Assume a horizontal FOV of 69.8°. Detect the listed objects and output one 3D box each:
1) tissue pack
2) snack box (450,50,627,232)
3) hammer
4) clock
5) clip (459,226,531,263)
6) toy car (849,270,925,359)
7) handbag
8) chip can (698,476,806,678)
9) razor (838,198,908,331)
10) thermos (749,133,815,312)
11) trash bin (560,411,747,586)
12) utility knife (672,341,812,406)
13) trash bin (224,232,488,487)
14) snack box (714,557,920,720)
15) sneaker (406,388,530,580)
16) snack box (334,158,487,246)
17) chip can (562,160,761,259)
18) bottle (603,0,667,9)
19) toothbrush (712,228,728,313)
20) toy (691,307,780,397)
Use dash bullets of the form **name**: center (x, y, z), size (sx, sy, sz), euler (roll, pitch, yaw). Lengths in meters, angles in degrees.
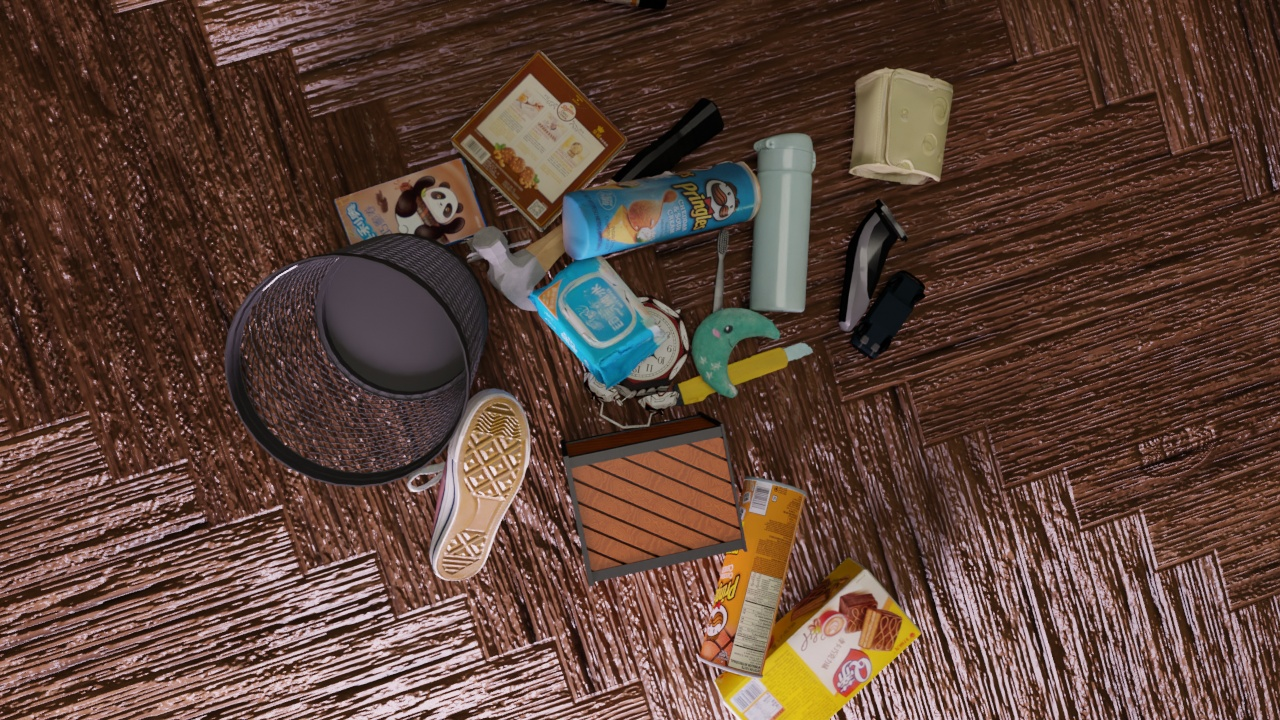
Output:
- **tissue pack**: center (-0.045, -0.048, 1.000), size (0.092, 0.062, 0.144), euler (-39, 77, -13)
- **snack box**: center (-0.115, -0.249, 1.051), size (0.143, 0.041, 0.147), euler (44, 88, -6)
- **hammer**: center (-0.035, -0.183, 1.042), size (0.327, 0.039, 0.131), euler (-41, 136, -10)
- **clock**: center (-0.006, 0.006, 1.058), size (0.114, 0.065, 0.154), euler (13, 74, -4)
- **clip**: center (-0.180, -0.138, 1.044), size (0.058, 0.101, 0.050), euler (-1, 103, 36)
- **toy car**: center (0.297, -0.055, 1.106), size (0.046, 0.034, 0.112), euler (35, 89, -6)
- **handbag**: center (0.307, -0.274, 1.076), size (0.111, 0.081, 0.119), euler (5, 89, -19)
- **chip can**: center (0.131, 0.248, 1.061), size (0.075, 0.075, 0.214), euler (17, 79, -7)
- **razor**: center (0.268, -0.111, 1.094), size (0.060, 0.057, 0.156), euler (28, 98, 22)
- **thermos**: center (0.165, -0.161, 1.073), size (0.077, 0.065, 0.207), euler (2, 92, -27)
- **trash bin**: center (0.009, 0.149, 1.031), size (0.171, 0.140, 0.139), euler (-11, 93, -6)
- **utility knife**: center (0.123, 0.015, 1.099), size (0.179, 0.017, 0.030), euler (-19, 99, -2)
- **trash bin**: center (-0.264, -0.019, 0.930), size (0.218, 0.227, 0.218), euler (0, 107, 0)
- **snack box**: center (0.211, 0.358, 1.101), size (0.230, 0.062, 0.110), euler (-42, 96, -3)
- **sneaker**: center (-0.192, 0.131, 1.038), size (0.118, 0.088, 0.241), euler (8, 113, -29)
- **snack box**: center (-0.258, -0.164, 1.043), size (0.151, 0.034, 0.087), euler (-20, 95, -4)
- **chip can**: center (0.021, -0.169, 1.013), size (0.229, 0.080, 0.080), euler (-17, 94, -28)
- **bottle**: center (-0.058, -0.442, 1.040), size (0.181, 0.059, 0.059), euler (7, 92, -6)
- **toothbrush**: center (0.093, -0.074, 1.096), size (0.013, 0.013, 0.167), euler (4, 94, -6)
- **toy**: center (0.103, -0.018, 1.073), size (0.085, 0.033, 0.105), euler (38, 97, 11)
